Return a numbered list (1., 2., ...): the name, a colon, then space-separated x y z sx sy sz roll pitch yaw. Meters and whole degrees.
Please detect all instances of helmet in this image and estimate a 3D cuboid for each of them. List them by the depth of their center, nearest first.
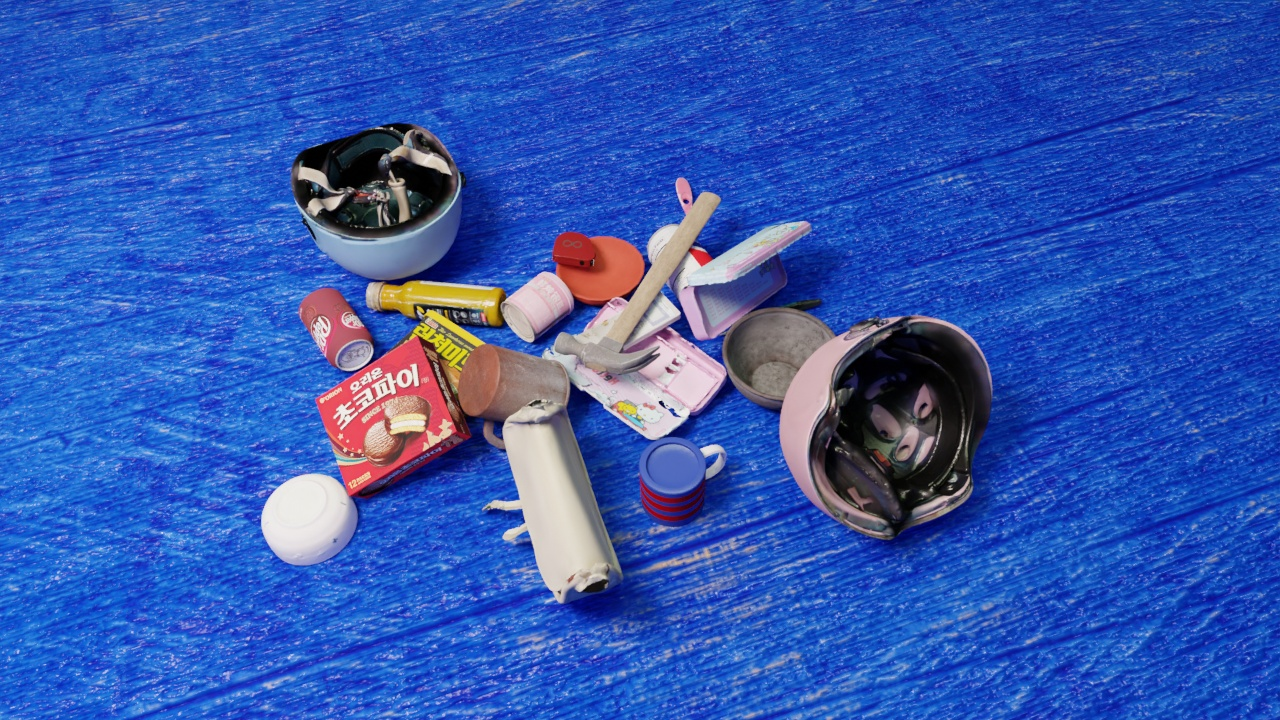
1. helmet: 0.265 0.066 1.026 0.255 0.230 0.153 -42 17 -14
2. helmet: -0.349 -0.207 1.273 0.225 0.167 0.265 -22 46 -16

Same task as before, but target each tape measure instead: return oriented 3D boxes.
1. tape measure: -0.090 -0.153 1.271 0.059 0.019 0.051 9 51 0

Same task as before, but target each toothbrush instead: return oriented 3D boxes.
1. toothbrush: 0.070 -0.231 1.372 0.021 0.016 0.134 -7 53 -3

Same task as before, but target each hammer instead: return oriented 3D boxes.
1. hammer: 0.022 -0.108 1.191 0.119 0.031 0.330 21 55 19

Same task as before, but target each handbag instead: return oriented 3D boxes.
1. handbag: -0.106 0.155 0.987 0.132 0.184 0.229 -20 70 -9

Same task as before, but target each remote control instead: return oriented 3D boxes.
1. remote control: -0.017 -0.041 1.164 0.135 0.011 0.050 -30 56 -16

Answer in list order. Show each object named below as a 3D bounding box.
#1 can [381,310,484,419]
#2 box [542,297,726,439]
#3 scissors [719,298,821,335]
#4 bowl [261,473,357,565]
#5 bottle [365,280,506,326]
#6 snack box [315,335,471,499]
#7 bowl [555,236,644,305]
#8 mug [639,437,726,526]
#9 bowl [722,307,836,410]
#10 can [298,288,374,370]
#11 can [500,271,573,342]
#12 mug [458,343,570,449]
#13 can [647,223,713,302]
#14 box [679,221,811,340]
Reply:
1. can: -0.252 0.014 1.162 0.131 0.073 0.100 31 62 23
2. box: -0.007 0.013 1.166 0.201 0.059 0.155 35 64 26
3. scissors: 0.186 -0.052 1.226 0.150 0.019 0.120 23 57 21
4. bowl: -0.383 0.176 1.053 0.105 0.054 0.104 -2 51 2
5. bottle: -0.278 -0.080 1.247 0.186 0.053 0.053 6 53 7
6. snack box: -0.294 0.068 1.087 0.152 0.036 0.132 -31 68 9
7. bowl: -0.055 -0.118 1.277 0.122 0.035 0.121 -1 52 2
8. mug: 0.052 0.130 1.053 0.111 0.076 0.075 -28 56 -18
9. bowl: 0.174 0.009 1.148 0.145 0.067 0.144 -1 52 2
10. can: -0.402 -0.042 1.216 0.063 0.063 0.114 -31 57 -20
11. can: -0.137 -0.072 1.225 0.067 0.067 0.076 36 62 26
12. mug: -0.158 0.048 1.103 0.096 0.110 0.123 25 96 54
13. can: 0.067 -0.122 1.252 0.070 0.070 0.132 -23 55 -15
14. box: 0.147 -0.108 1.170 0.093 0.090 0.213 -11 16 43
